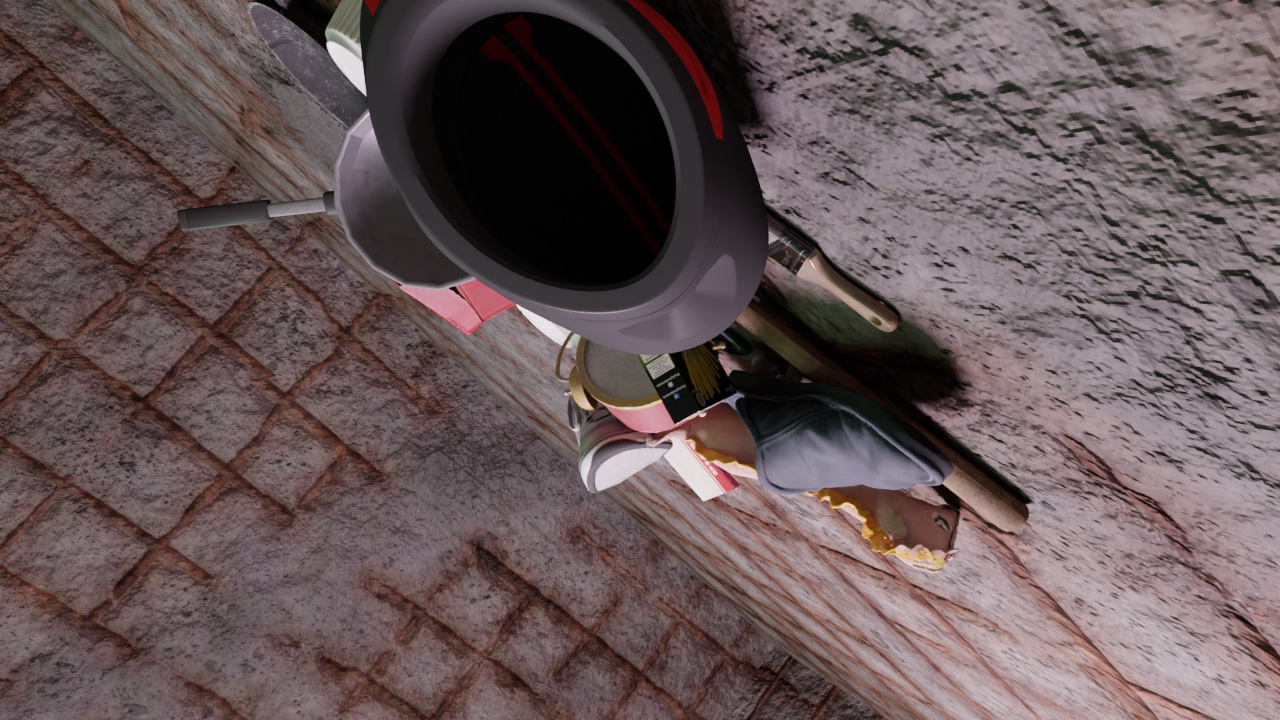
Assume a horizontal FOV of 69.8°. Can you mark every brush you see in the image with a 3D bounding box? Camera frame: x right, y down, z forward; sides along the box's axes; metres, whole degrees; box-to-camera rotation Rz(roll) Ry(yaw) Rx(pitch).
[{"bbox_3d":[0.108,-0.067,0.610,0.151,0.012,0.039,38,167,6],"label":"brush"}]

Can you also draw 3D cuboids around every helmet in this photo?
[{"bbox_3d":[-0.032,-0.112,0.509,0.265,0.164,0.169,50,-167,-20],"label":"helmet"}]

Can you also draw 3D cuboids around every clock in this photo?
[{"bbox_3d":[-0.005,0.005,0.856,0.159,0.117,0.081,8,156,24],"label":"clock"}]

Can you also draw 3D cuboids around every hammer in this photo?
[{"bbox_3d":[0.168,0.027,0.719,0.322,0.040,0.129,38,171,3],"label":"hammer"}]

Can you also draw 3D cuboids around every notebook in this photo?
[{"bbox_3d":[0.022,0.070,1.032,0.208,0.012,0.153,49,164,4],"label":"notebook"}]

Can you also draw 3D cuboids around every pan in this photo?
[{"bbox_3d":[-0.280,-0.151,0.870,0.041,0.358,0.179,-52,-43,-70],"label":"pan"},{"bbox_3d":[-0.329,-0.330,0.889,0.208,0.040,0.357,35,165,21],"label":"pan"}]

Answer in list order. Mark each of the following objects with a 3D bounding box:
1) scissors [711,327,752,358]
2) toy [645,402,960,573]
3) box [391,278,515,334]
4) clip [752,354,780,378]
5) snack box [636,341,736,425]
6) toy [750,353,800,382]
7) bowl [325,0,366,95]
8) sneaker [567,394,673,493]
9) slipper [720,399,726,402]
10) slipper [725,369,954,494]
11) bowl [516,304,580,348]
[{"bbox_3d":[0.016,-0.055,0.908,0.210,0.015,0.142,37,169,8],"label":"scissors"},{"bbox_3d":[0.152,0.114,0.836,0.264,0.195,0.065,41,135,40],"label":"toy"},{"bbox_3d":[-0.201,-0.127,0.981,0.134,0.112,0.157,47,-171,-51],"label":"box"},{"bbox_3d":[0.116,0.010,0.854,0.042,0.014,0.052,37,165,11],"label":"clip"},{"bbox_3d":[0.017,-0.027,0.727,0.147,0.025,0.080,61,-154,6],"label":"snack box"},{"bbox_3d":[0.131,0.028,0.826,0.049,0.030,0.111,18,165,28],"label":"toy"},{"bbox_3d":[-0.205,-0.251,0.749,0.115,0.062,0.115,37,167,9],"label":"bowl"},{"bbox_3d":[-0.036,0.065,0.977,0.128,0.097,0.263,58,179,5],"label":"sneaker"},{"bbox_3d":[0.054,0.067,1.073,0.112,0.074,0.247,64,165,12],"label":"slipper"},{"bbox_3d":[0.129,0.072,0.719,0.109,0.083,0.266,41,168,-22],"label":"slipper"},{"bbox_3d":[-0.086,-0.067,1.024,0.153,0.072,0.153,37,168,9],"label":"bowl"}]
